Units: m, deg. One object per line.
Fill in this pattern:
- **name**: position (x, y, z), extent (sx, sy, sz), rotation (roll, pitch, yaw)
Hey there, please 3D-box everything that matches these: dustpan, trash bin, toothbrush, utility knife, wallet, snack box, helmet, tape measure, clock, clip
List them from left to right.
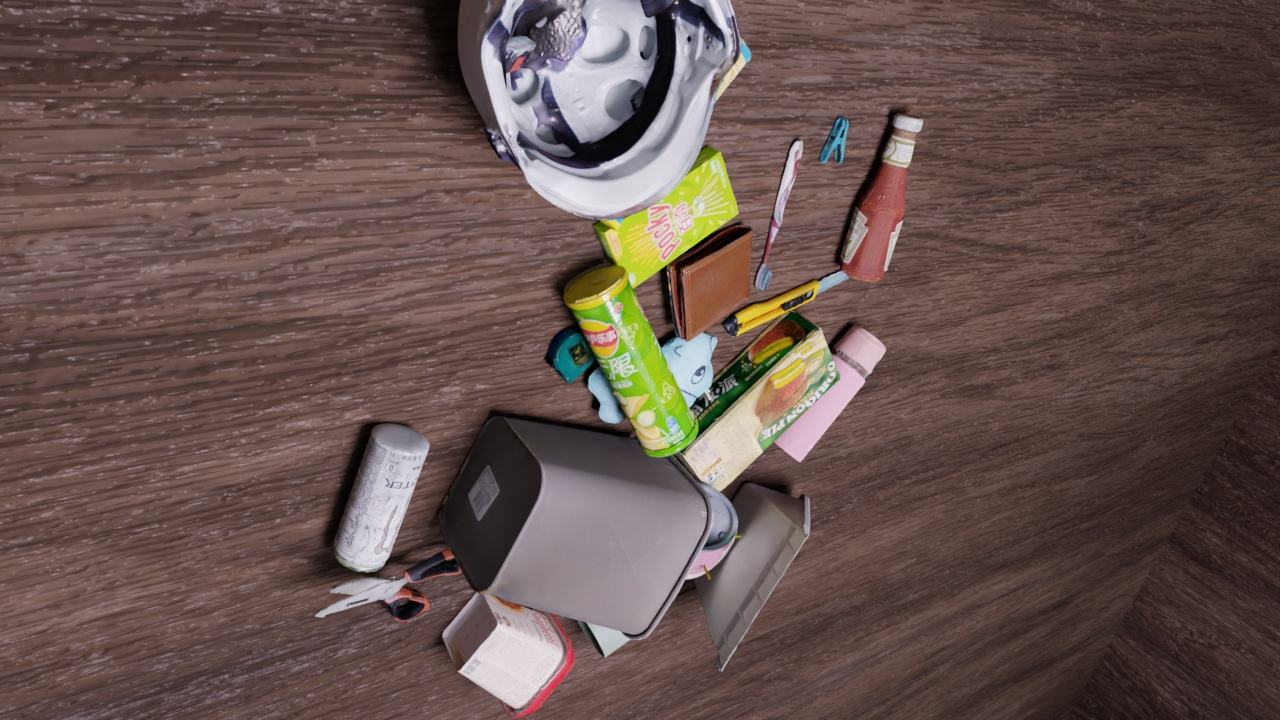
- **trash bin**: position (-0.079, 0.173, 1.010), extent (0.219, 0.198, 0.199), rotation (20, 103, -37)
- **tape measure**: position (-0.072, -0.008, 0.996), extent (0.058, 0.025, 0.054), rotation (-44, 137, -6)
- **helmet**: position (-0.050, -0.257, 0.754), extent (0.228, 0.146, 0.259), rotation (-35, 140, -13)
- **snack box**: position (0.030, -0.151, 0.978), extent (0.156, 0.026, 0.086), rotation (-36, 134, -13)
- **clock**: position (0.041, 0.198, 1.136), extent (0.116, 0.158, 0.060), rotation (-40, 153, -46)
- **wallet**: position (0.083, -0.089, 1.050), extent (0.124, 0.032, 0.101), rotation (-34, 136, -31)
- **snack box**: position (0.145, 0.056, 1.187), extent (0.240, 0.063, 0.114), rotation (-43, 137, -7)
- **dustpan**: position (0.182, 0.289, 1.289), extent (0.142, 0.257, 0.223), rotation (25, 103, -22)
- **toothbrush**: position (0.164, -0.167, 1.080), extent (0.016, 0.017, 0.188), rotation (-9, 124, -35)
- **utility knife**: position (0.194, -0.078, 1.167), extent (0.217, 0.015, 0.033), rotation (-25, 134, -24)
- **clip**: position (0.230, -0.257, 1.073), extent (0.034, 0.013, 0.055), rotation (-12, 125, -34)

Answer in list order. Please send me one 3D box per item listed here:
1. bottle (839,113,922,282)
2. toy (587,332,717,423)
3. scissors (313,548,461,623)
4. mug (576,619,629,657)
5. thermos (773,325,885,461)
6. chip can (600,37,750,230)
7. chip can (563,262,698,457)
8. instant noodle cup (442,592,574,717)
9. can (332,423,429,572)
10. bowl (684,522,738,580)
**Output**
- **bottle**: position (0.302, -0.201, 1.138), extent (0.059, 0.060, 0.206), rotation (-7, 120, -36)
- **toy**: position (0.023, 0.019, 1.073), extent (0.161, 0.050, 0.156), rotation (-51, 129, -2)
- **scissors**: position (-0.263, 0.249, 0.984), extent (0.196, 0.015, 0.214), rotation (-34, 154, -32)
- **mug**: position (-0.034, 0.318, 1.223), extent (0.106, 0.082, 0.112), rotation (-32, 103, -17)
- **thermos**: position (0.258, 0.045, 1.276), extent (0.198, 0.067, 0.087), rotation (-53, 168, 1)
- **chip can**: position (0.014, -0.228, 0.879), extent (0.210, 0.071, 0.071), rotation (-51, 137, 2)
- **chip can**: position (-0.006, 0.006, 0.986), extent (0.072, 0.072, 0.221), rotation (-35, 120, -15)
- **instant noodle cup**: position (-0.164, 0.350, 1.118), extent (0.116, 0.116, 0.124), rotation (-49, 126, 0)
- **can**: position (-0.262, 0.137, 0.921), extent (0.058, 0.058, 0.147), rotation (7, 113, -42)
- **bowl**: position (0.068, 0.232, 1.246), extent (0.116, 0.066, 0.117), rotation (-20, 130, -26)
